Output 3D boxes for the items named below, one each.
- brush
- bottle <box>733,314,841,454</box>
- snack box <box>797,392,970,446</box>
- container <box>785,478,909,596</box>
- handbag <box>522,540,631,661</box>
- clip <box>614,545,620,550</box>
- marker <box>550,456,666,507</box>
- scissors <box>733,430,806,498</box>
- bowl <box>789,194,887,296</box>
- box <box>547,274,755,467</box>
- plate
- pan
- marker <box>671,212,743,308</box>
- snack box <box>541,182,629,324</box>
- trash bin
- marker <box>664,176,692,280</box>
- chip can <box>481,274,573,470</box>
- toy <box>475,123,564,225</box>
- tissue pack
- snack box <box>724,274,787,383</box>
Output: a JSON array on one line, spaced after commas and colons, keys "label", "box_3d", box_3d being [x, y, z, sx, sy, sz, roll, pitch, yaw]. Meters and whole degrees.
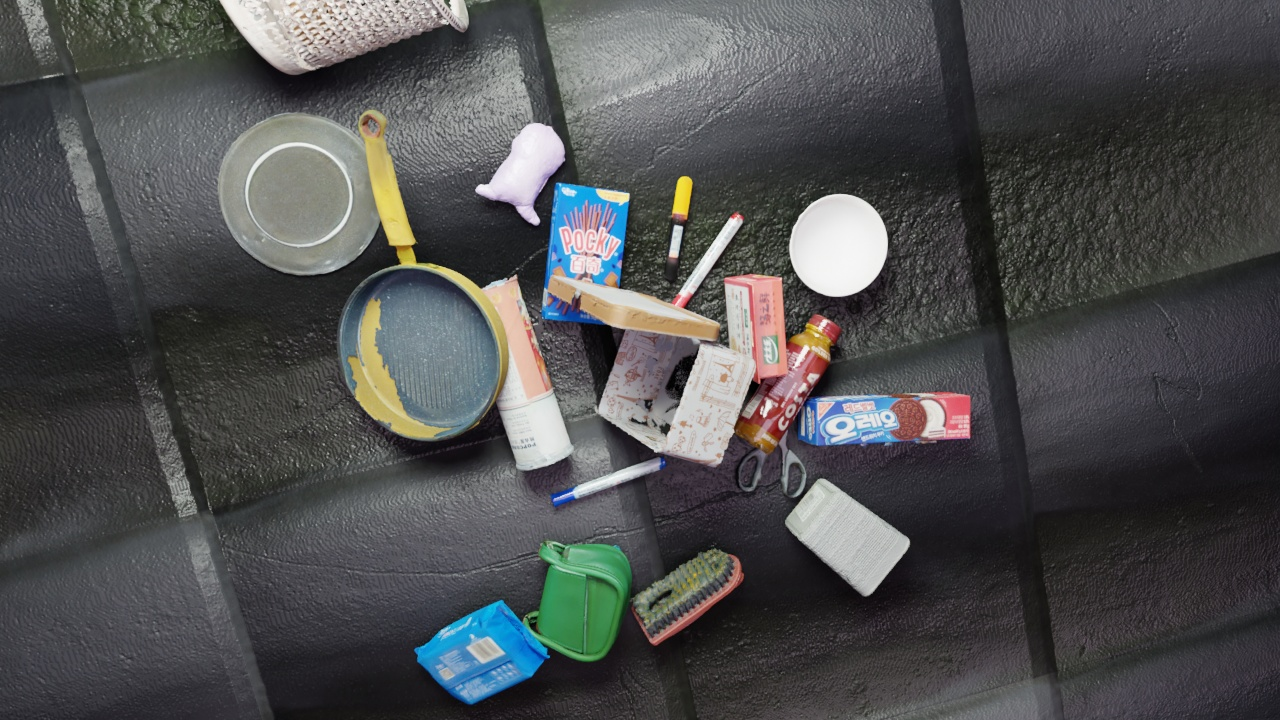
[{"label": "brush", "box_3d": [0.063, 0.290, 1.137, 0.145, 0.063, 0.069, -34, 132, -5]}, {"label": "bottle", "box_3d": [0.180, 0.027, 1.109, 0.057, 0.057, 0.175, 34, 88, -12]}, {"label": "snack box", "box_3d": [0.302, 0.072, 1.136, 0.207, 0.057, 0.058, -2, 94, -10]}, {"label": "container", "box_3d": [0.251, 0.214, 1.138, 0.114, 0.090, 0.090, 38, 90, -9]}, {"label": "handbag", "box_3d": [-0.074, 0.284, 1.102, 0.120, 0.067, 0.131, 16, 109, 4]}, {"label": "clip", "box_3d": [-0.034, 0.258, 1.135, 0.015, 0.049, 0.057, 10, 102, -11]}, {"label": "marker", "box_3d": [-0.038, 0.147, 1.119, 0.145, 0.017, 0.017, -19, 100, -5]}, {"label": "scissors", "box_3d": [0.174, 0.095, 1.149, 0.159, 0.014, 0.170, -36, 100, -5]}, {"label": "bowl", "box_3d": [0.226, -0.137, 1.095, 0.118, 0.065, 0.118, -1, 97, -8]}, {"label": "box", "box_3d": [-0.007, 0.005, 0.997, 0.192, 0.183, 0.157, 15, 95, -29]}, {"label": "plate", "box_3d": [-0.377, -0.184, 1.017, 0.179, 0.024, 0.179, -1, 99, -9]}, {"label": "pan", "box_3d": [-0.249, -0.083, 0.981, 0.198, 0.078, 0.358, 0, 104, 15]}, {"label": "marker", "box_3d": [0.078, -0.114, 1.101, 0.017, 0.017, 0.145, 34, 91, -12]}, {"label": "snack box", "box_3d": [-0.064, -0.122, 1.068, 0.084, 0.026, 0.157, 4, 98, -17]}, {"label": "trash bin", "box_3d": [-0.310, -0.395, 0.915, 0.192, 0.227, 0.227, -25, 101, 8]}, {"label": "marker", "box_3d": [0.044, -0.156, 1.091, 0.018, 0.015, 0.124, 7, 99, -8]}, {"label": "chip can", "box_3d": [-0.143, 0.015, 1.057, 0.071, 0.071, 0.215, -19, 100, -6]}, {"label": "toy", "box_3d": [-0.126, -0.217, 1.044, 0.084, 0.039, 0.108, 30, 89, -29]}, {"label": "tissue pack", "box_3d": [-0.189, 0.348, 1.090, 0.157, 0.052, 0.095, -32, 105, 26]}, {"label": "snack box", "box_3d": [0.136, -0.040, 1.064, 0.044, 0.127, 0.113, -6, 99, -8]}]
